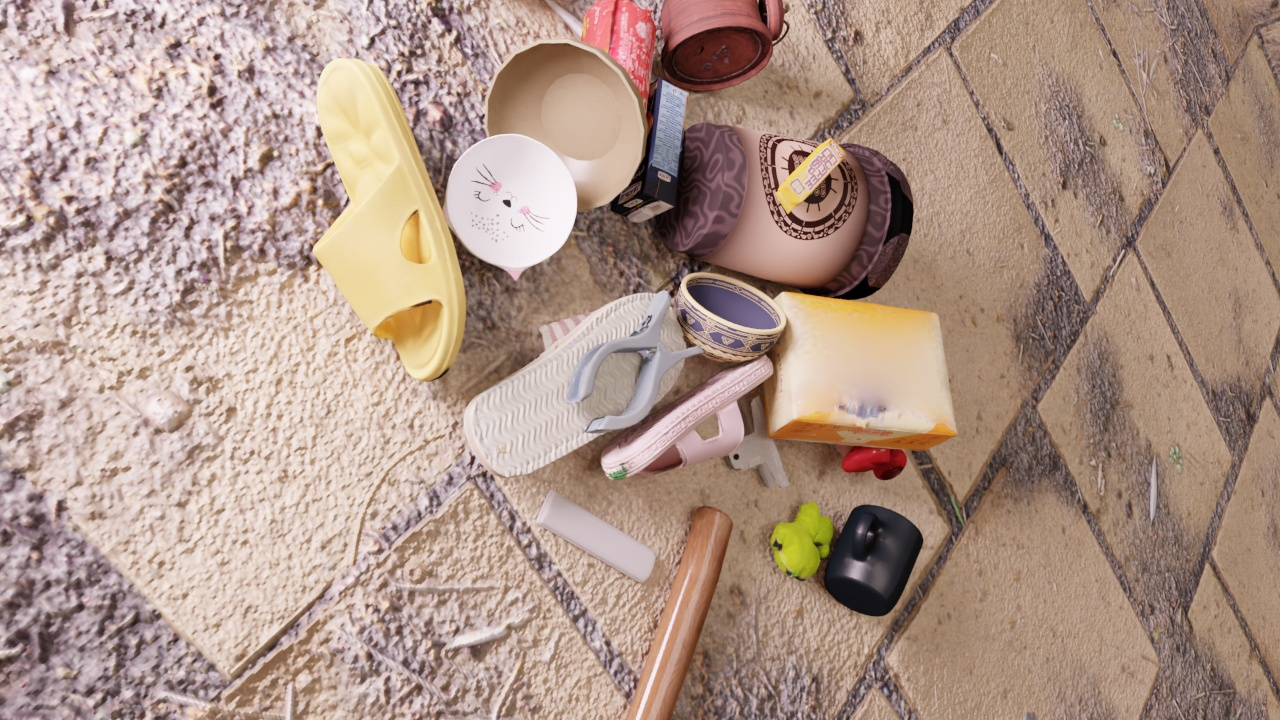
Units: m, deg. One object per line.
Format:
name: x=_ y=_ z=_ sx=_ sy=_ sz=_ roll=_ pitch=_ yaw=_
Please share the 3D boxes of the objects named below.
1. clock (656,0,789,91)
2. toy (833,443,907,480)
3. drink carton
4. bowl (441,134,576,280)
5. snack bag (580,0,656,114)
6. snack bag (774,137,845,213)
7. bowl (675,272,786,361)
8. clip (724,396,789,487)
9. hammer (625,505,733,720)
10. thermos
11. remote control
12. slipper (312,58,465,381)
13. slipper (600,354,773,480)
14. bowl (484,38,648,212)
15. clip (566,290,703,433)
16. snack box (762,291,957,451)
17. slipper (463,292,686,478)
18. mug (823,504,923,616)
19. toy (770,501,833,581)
clock: x=0.089 y=-0.349 z=0.979 sx=0.157 sy=0.121 sz=0.072 roll=0 pitch=73 yaw=-29
toy: x=0.270 y=0.065 z=1.056 sx=0.124 sy=0.097 sz=0.131 roll=13 pitch=49 yaw=-37
drink carton: x=0.009 y=-0.209 z=0.923 sx=0.040 sy=0.064 sz=0.130 roll=17 pitch=72 yaw=-32
bowl: x=-0.117 y=-0.137 z=0.811 sx=0.114 sy=0.051 sz=0.114 roll=-1 pitch=93 yaw=-19
snack bag: x=-0.027 y=-0.271 z=0.897 sx=0.082 sy=0.082 sz=0.176 roll=17 pitch=71 yaw=-34
snack bag: x=0.163 y=-0.178 z=0.873 sx=0.026 sy=0.020 sz=0.099 roll=49 pitch=65 yaw=-9
bowl: x=0.084 y=-0.035 z=0.935 sx=0.112 sy=0.112 sz=0.061 roll=-3 pitch=127 yaw=-37
clip: x=0.116 y=0.094 z=0.975 sx=0.056 sy=0.056 sz=0.102 roll=-38 pitch=109 yaw=-81
hammer: x=0.022 y=0.272 z=0.856 sx=0.158 sy=0.037 sz=0.300 roll=37 pitch=61 yaw=-26
thermos: x=0.144 y=-0.158 z=0.958 sx=0.225 sy=0.173 sz=0.172 roll=7 pitch=77 yaw=-30
remote control: x=-0.038 y=0.164 z=0.847 sx=0.131 sy=0.012 sz=0.033 roll=36 pitch=62 yaw=-26
slipper: x=-0.210 y=-0.109 z=0.716 sx=0.078 sy=0.100 sz=0.263 roll=-15 pitch=86 yaw=-48
slipper: x=0.055 y=0.066 z=0.887 sx=0.238 sy=0.094 sz=0.064 roll=-32 pitch=96 yaw=-43
bowl: x=-0.061 y=-0.215 z=0.830 sx=0.152 sy=0.153 sz=0.050 roll=57 pitch=30 yaw=-13
clip: x=-0.014 y=-0.010 z=0.827 sx=0.162 sy=0.028 sz=0.112 roll=-41 pitch=107 yaw=-41
snack box: x=0.232 y=0.012 z=0.973 sx=0.195 sy=0.081 sz=0.145 roll=6 pitch=67 yaw=-18
slipper: x=-0.059 y=0.018 z=0.836 sx=0.262 sy=0.052 sz=0.115 roll=-34 pitch=100 yaw=-40
mug: x=0.249 y=0.210 z=0.998 sx=0.094 sy=0.085 sz=0.122 roll=-56 pitch=143 yaw=-30
toy: x=0.175 y=0.195 z=0.989 sx=0.094 sy=0.036 sz=0.093 roll=43 pitch=53 yaw=-30
